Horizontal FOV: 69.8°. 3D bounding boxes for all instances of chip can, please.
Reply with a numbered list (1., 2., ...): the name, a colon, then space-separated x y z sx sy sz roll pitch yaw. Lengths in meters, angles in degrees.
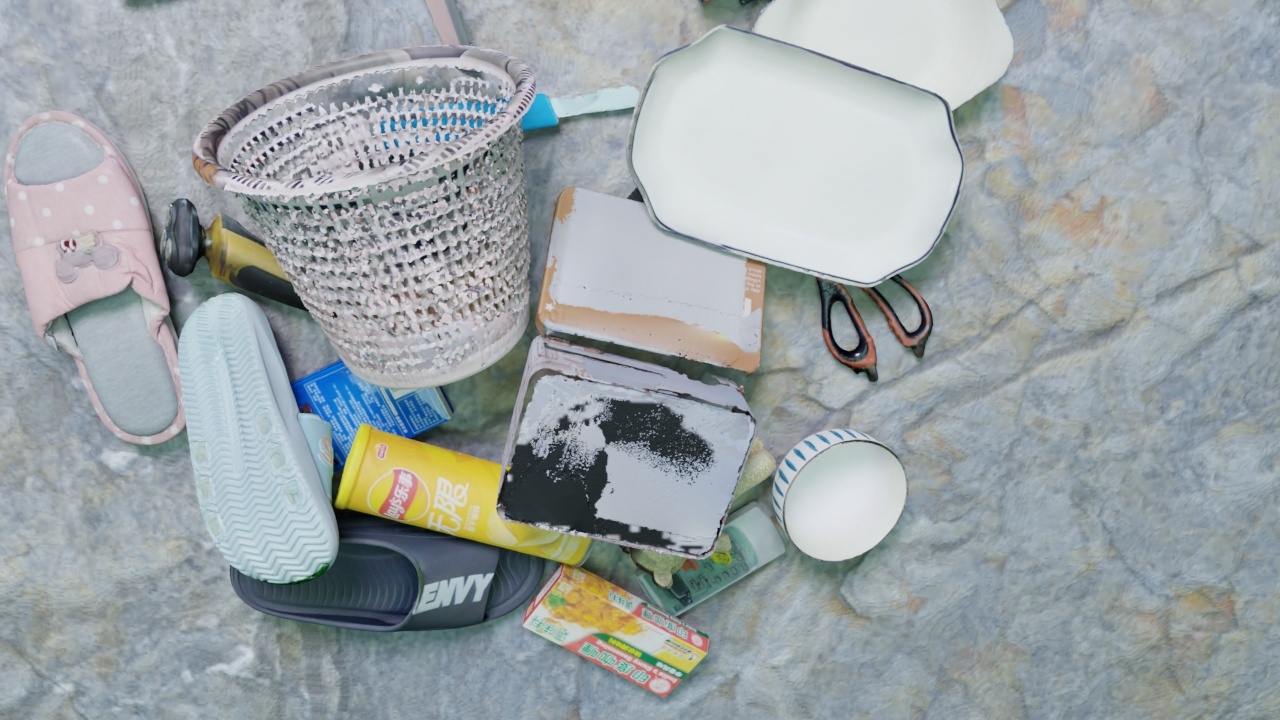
1. chip can: -0.143 0.117 0.774 0.213 0.072 0.072 19 103 -17

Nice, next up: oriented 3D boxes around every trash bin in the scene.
1. trash bin: -0.170 -0.095 0.662 0.227 0.227 0.192 -10 127 -1

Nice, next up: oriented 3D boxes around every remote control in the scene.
1. remote control: 0.066 0.185 0.848 0.135 0.019 0.056 -31 104 5

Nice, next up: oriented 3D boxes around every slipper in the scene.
1. slipper: -0.213 0.194 0.789 0.268 0.083 0.111 4 106 -15
2. slipper: -0.301 0.062 0.733 0.104 0.074 0.245 -26 75 16
3. slipper: -0.434 -0.058 0.732 0.114 0.054 0.274 -10 105 3

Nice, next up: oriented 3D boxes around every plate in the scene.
1. plate: 0.121 -0.157 0.719 0.265 0.034 0.162 14 109 -8
2. plate: 0.184 -0.248 0.709 0.165 0.034 0.163 -33 120 24

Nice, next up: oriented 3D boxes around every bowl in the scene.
1. bowl: 0.166 0.110 0.804 0.116 0.066 0.116 -5 111 -13

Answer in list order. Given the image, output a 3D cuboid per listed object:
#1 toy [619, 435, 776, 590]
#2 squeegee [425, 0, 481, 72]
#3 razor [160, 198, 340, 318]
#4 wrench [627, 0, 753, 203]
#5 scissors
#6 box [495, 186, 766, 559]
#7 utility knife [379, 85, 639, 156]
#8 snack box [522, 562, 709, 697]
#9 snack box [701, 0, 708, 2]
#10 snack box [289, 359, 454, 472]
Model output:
1. toy: 0.053 0.127 0.809 0.157 0.066 0.105 -45 60 -1
2. squeegee: -0.275 -0.312 0.684 0.250 0.040 0.248 -12 123 6
3. razor: -0.302 -0.070 0.738 0.167 0.067 0.062 24 127 -16
4. wrench: 0.042 -0.182 0.748 0.056 0.016 0.274 33 101 -7
5. scissors: 0.157 -0.072 0.785 0.205 0.015 0.197 7 105 -5
6. box: -0.002 0.006 0.708 0.179 0.125 0.273 13 86 -11
7. utility knife: -0.103 -0.196 0.734 0.216 0.018 0.034 -8 104 0
8. snack box: -0.022 0.248 0.845 0.155 0.027 0.077 30 120 -10
9. snack box: 0.136 -0.331 0.686 0.207 0.058 0.057 -16 89 1
10. snack box: -0.249 0.043 0.787 0.157 0.026 0.084 -24 105 4
